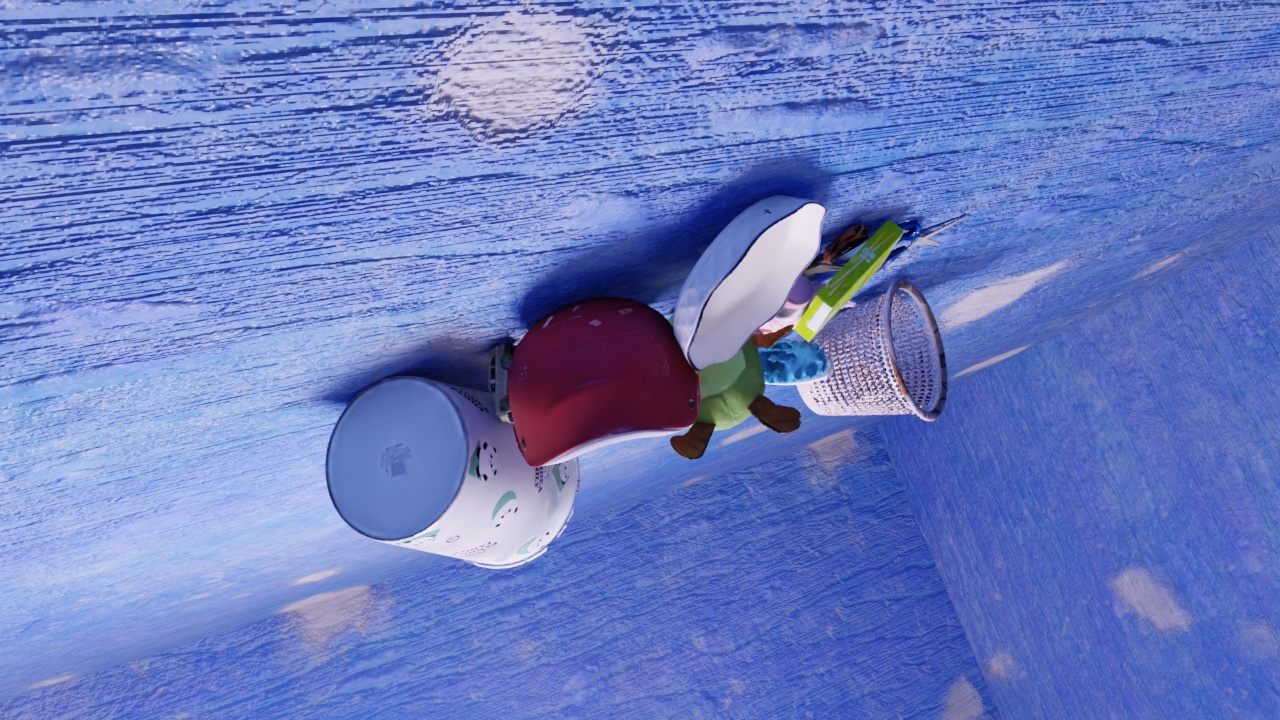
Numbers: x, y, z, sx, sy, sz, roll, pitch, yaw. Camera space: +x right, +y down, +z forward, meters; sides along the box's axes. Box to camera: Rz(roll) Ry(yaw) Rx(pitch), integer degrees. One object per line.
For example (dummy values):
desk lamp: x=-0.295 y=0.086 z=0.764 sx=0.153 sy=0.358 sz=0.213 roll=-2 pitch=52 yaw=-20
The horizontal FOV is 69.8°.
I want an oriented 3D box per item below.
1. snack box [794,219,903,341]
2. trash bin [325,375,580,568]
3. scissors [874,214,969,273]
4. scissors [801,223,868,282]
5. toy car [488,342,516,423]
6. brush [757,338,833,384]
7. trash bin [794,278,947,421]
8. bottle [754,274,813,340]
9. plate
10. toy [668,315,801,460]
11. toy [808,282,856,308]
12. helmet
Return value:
snack box: x=0.252 y=-0.096 z=1.109 sx=0.156 sy=0.026 sz=0.086 roll=-43 pitch=167 yaw=-24
trash bin: x=-0.226 y=0.131 z=1.106 sx=0.230 sy=0.229 sz=0.252 roll=-24 pitch=160 yaw=13
scissors: x=0.357 y=-0.156 z=1.216 sx=0.163 sy=0.012 sz=0.175 roll=-35 pitch=160 yaw=20
scissors: x=0.218 y=-0.121 z=1.159 sx=0.188 sy=0.015 sz=0.226 roll=-16 pitch=167 yaw=-15
toy car: x=-0.153 y=0.026 z=1.046 sx=0.035 sy=0.090 sz=0.042 roll=-4 pitch=174 yaw=14
brush: x=0.118 y=0.006 z=1.260 sx=0.315 sy=0.060 sz=0.109 roll=0 pitch=172 yaw=32
trash bin: x=0.361 y=0.001 z=1.480 sx=0.193 sy=0.227 sz=0.227 roll=-15 pitch=172 yaw=37
bottle: x=0.177 y=-0.066 z=1.171 sx=0.068 sy=0.068 sz=0.197 roll=-18 pitch=172 yaw=-8
plate: x=0.107 y=-0.083 z=0.932 sx=0.204 sy=0.045 sz=0.205 roll=-40 pitch=157 yaw=-21
toy: x=0.085 y=0.015 z=1.102 sx=0.227 sy=0.246 sz=0.090 roll=-22 pitch=129 yaw=3
toy: x=0.241 y=-0.085 z=1.244 sx=0.084 sy=0.039 sz=0.107 roll=4 pitch=-178 yaw=25
helmet: x=-0.048 y=0.001 z=0.992 sx=0.207 sy=0.144 sz=0.239 roll=-15 pitch=-164 yaw=2
